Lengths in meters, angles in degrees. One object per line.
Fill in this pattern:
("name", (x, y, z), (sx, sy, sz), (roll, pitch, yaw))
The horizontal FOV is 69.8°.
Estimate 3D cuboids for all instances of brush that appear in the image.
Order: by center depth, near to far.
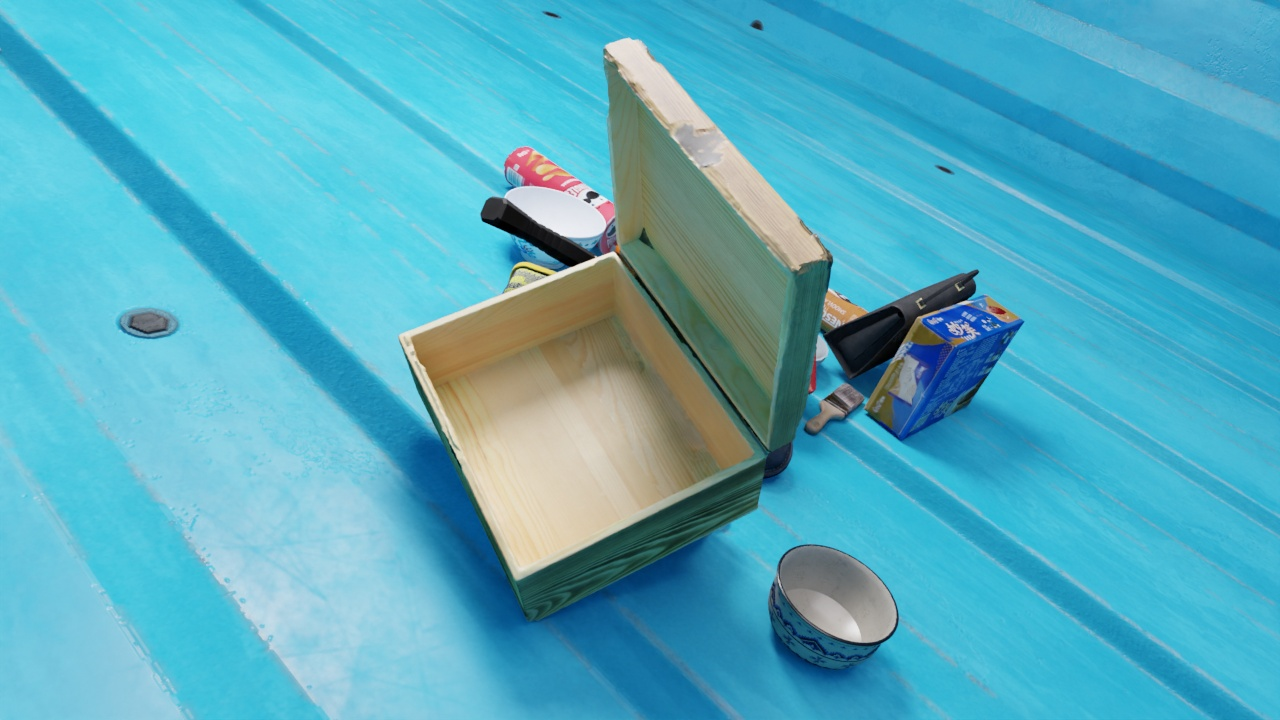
("brush", (0.249, 0.063, 1.186), (0.039, 0.012, 0.150), (35, 34, 22))

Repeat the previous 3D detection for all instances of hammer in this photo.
("hammer", (-0.056, -0.113, 1.120), (0.328, 0.039, 0.131), (27, -6, -43))

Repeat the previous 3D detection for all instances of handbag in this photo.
("handbag", (0.377, -0.071, 1.233), (0.175, 0.196, 0.072), (-22, 77, -35))

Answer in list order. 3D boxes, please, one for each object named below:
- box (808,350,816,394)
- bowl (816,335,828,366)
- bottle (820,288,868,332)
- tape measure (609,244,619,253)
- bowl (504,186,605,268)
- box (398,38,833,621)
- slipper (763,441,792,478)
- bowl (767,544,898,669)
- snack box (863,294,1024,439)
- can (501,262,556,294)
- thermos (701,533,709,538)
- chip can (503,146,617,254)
("box", (0.125, -0.017, 1.114), (0.157, 0.129, 0.098), (9, -11, -13))
("bowl", (0.199, -0.016, 1.253), (0.106, 0.039, 0.106), (15, 32, -9))
("bottle", (0.272, -0.084, 1.383), (0.167, 0.059, 0.059), (39, 36, 29))
("tape measure", (-0.004, -0.156, 1.357), (0.059, 0.038, 0.058), (39, 36, 28))
("bowl", (-0.127, -0.176, 1.281), (0.144, 0.074, 0.143), (15, 32, -9))
("box", (-0.031, -0.026, 0.744), (0.285, 0.337, 0.279), (-23, 54, -17))
("slipper", (0.108, 0.000, 1.012), (0.108, 0.084, 0.265), (-12, 81, -20))
("bowl", (0.167, 0.230, 0.833), (0.115, 0.059, 0.115), (15, 32, -9))
("snack box", (0.407, 0.006, 1.226), (0.202, 0.155, 0.069), (-16, 47, -44))
("can", (-0.107, -0.046, 1.094), (0.135, 0.075, 0.104), (19, 34, -2))
("thermos", (-0.014, 0.107, 0.902), (0.199, 0.084, 0.107), (25, 65, 16))
("chip can", (-0.113, -0.248, 1.408), (0.233, 0.073, 0.073), (38, 35, 29))
